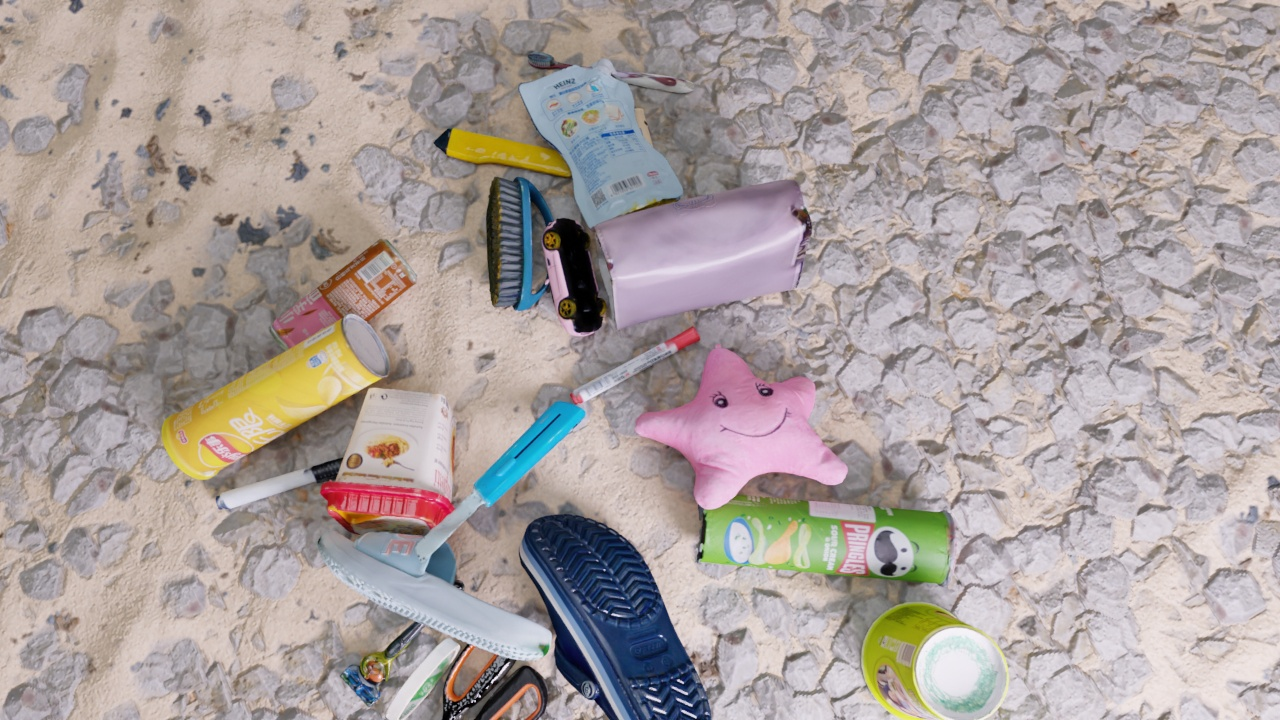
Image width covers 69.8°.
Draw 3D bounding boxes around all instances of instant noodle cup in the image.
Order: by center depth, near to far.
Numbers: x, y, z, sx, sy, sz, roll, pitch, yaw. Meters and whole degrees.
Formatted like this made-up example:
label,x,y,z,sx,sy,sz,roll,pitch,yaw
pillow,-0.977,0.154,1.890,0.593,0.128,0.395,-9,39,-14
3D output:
label,x,y,z,sx,sy,sz,roll,pitch,yaw
instant noodle cup,0.267,0.274,0.817,0.111,0.123,0.111,0,77,0
instant noodle cup,-0.228,0.099,0.874,0.116,0.116,0.124,4,65,2

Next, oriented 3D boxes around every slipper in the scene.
label,x,y,z,sx,sy,sz,roll,pitch,yaw
slipper,-0.187,0.200,0.835,0.245,0.104,0.074,19,66,16
slipper,-0.028,0.256,0.844,0.252,0.105,0.095,54,125,24

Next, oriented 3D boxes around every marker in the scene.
label,x,y,z,sx,sy,sz,roll,pitch,yaw
marker,-0.355,0.124,0.911,0.130,0.018,0.022,-17,87,-4
marker,-0.006,0.005,0.935,0.145,0.017,0.017,-28,79,-5

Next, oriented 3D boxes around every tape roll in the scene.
label,x,y,z,sx,sy,sz,roll,pitch,yaw
tape roll,-0.198,0.292,0.836,0.014,0.086,0.085,36,80,9

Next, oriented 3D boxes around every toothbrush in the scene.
label,x,y,z,sx,sy,sz,roll,pitch,yaw
toothbrush,-0.033,-0.317,1.007,0.187,0.017,0.016,11,78,4

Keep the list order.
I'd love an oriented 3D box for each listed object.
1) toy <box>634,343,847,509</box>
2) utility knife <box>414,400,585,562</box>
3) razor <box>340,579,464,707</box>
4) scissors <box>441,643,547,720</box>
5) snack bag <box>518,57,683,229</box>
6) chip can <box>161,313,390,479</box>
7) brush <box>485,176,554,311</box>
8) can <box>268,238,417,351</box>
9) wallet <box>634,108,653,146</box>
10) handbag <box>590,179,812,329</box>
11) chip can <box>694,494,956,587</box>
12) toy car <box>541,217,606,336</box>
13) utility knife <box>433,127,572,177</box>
label,x,y,z,sx,sy,sz,roll,pitch,yaw
toy,0.090,0.058,0.888,0.194,0.075,0.178,-8,54,-14
utility knife,-0.131,0.109,0.861,0.034,0.018,0.224,32,51,17
razor,-0.222,0.264,0.876,0.042,0.022,0.142,44,81,8
scissors,-0.195,0.353,0.860,0.234,0.022,0.152,-25,72,-1
snack bag,-0.042,-0.228,0.955,0.110,0.039,0.191,-26,75,-2
chip can,-0.349,0.035,0.880,0.213,0.072,0.072,-29,78,8
brush,-0.121,-0.120,0.947,0.073,0.055,0.143,3,76,-21
can,-0.299,-0.059,0.930,0.147,0.058,0.058,-40,80,-8
wallet,-0.025,-0.209,0.981,0.087,0.024,0.115,-13,78,-7
handbag,0.057,-0.108,0.895,0.197,0.145,0.098,-14,80,-3
chip can,0.171,0.167,0.870,0.236,0.072,0.072,5,77,2
toy car,-0.071,-0.084,0.935,0.037,0.056,0.122,-16,85,38
utility knife,-0.145,-0.221,0.988,0.156,0.015,0.033,13,84,2
